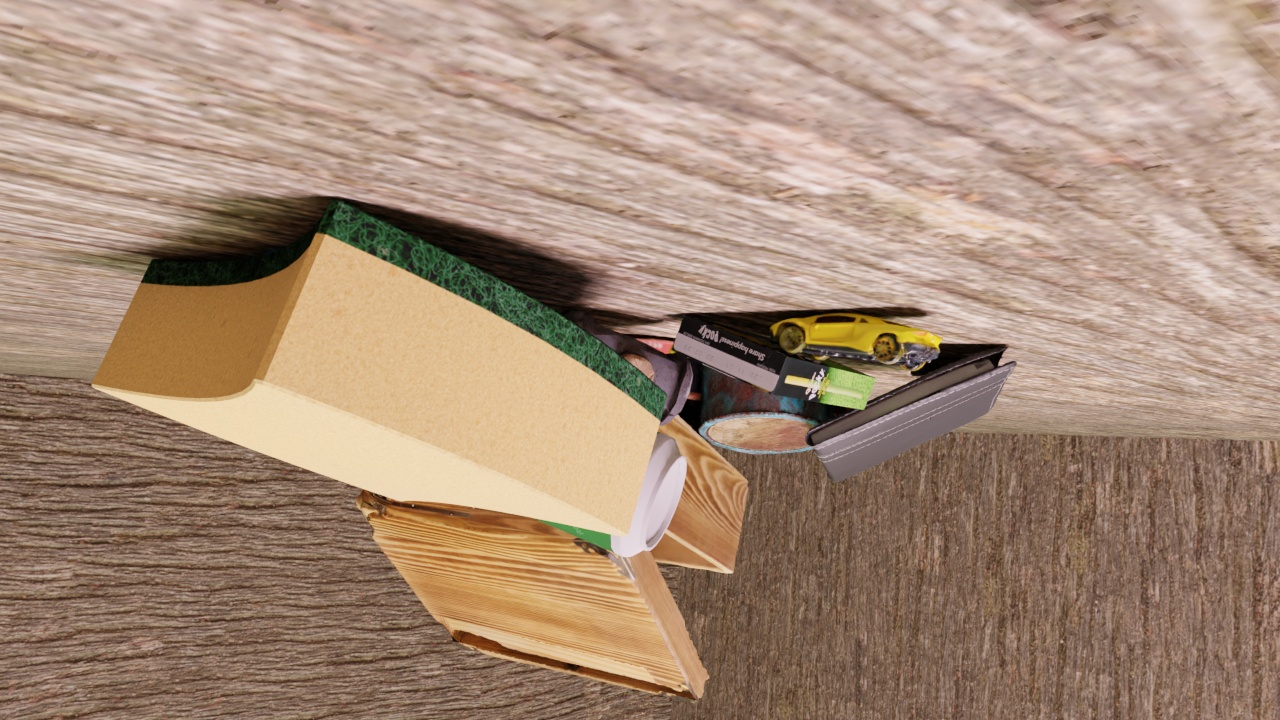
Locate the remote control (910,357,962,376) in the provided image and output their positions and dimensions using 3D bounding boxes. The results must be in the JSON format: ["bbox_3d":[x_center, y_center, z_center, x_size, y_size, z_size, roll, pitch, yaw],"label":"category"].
[{"bbox_3d":[0.273,0.008,0.817,0.046,0.009,0.124,3,175,5],"label":"remote control"}]

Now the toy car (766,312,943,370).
[{"bbox_3d":[0.128,-0.013,0.558,0.107,0.030,0.049,6,179,34],"label":"toy car"}]

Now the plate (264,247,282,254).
[{"bbox_3d":[-0.100,-0.016,0.514,0.224,0.024,0.224,15,162,5],"label":"plate"}]

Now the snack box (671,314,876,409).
[{"bbox_3d":[0.096,0.003,0.634,0.080,0.025,0.147,25,-172,35],"label":"snack box"}]

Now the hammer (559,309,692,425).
[{"bbox_3d":[-0.077,0.000,0.725,0.098,0.052,0.329,23,171,-27],"label":"hammer"}]

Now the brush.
[{"bbox_3d":[-0.135,0.015,0.470,0.251,0.075,0.195,-2,155,46],"label":"brush"}]

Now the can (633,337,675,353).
[{"bbox_3d":[-0.005,0.004,0.762,0.086,0.043,0.086,4,176,0],"label":"can"}]

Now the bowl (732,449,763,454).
[{"bbox_3d":[0.114,0.038,0.900,0.110,0.055,0.111,2,135,2],"label":"bowl"}]

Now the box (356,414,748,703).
[{"bbox_3d":[-0.085,0.156,0.817,0.280,0.220,0.258,4,157,28],"label":"box"}]

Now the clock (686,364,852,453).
[{"bbox_3d":[0.122,0.036,0.802,0.122,0.073,0.157,-16,150,42],"label":"clock"}]

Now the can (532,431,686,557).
[{"bbox_3d":[-0.045,0.074,0.641,0.140,0.088,0.087,20,180,18],"label":"can"}]

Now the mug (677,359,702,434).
[{"bbox_3d":[0.042,0.053,0.945,0.085,0.100,0.118,-1,174,38],"label":"mug"}]

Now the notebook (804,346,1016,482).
[{"bbox_3d":[0.225,0.049,0.766,0.169,0.029,0.209,-26,163,8],"label":"notebook"}]
